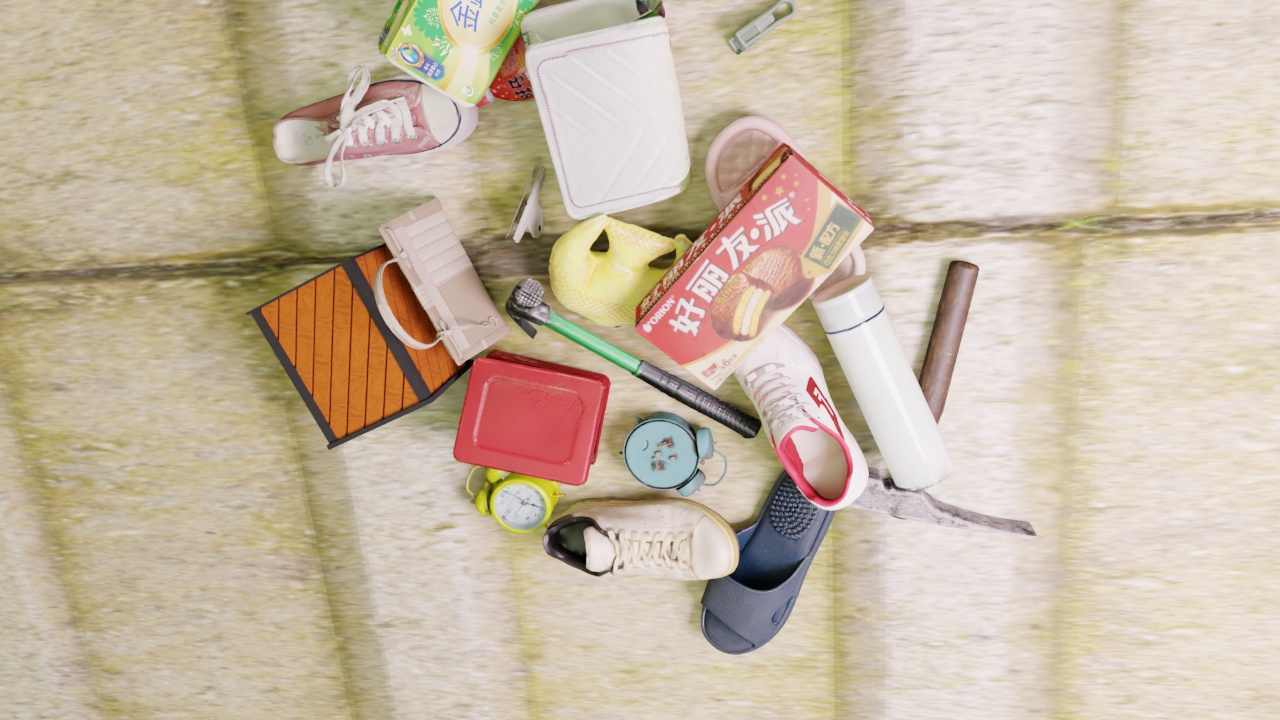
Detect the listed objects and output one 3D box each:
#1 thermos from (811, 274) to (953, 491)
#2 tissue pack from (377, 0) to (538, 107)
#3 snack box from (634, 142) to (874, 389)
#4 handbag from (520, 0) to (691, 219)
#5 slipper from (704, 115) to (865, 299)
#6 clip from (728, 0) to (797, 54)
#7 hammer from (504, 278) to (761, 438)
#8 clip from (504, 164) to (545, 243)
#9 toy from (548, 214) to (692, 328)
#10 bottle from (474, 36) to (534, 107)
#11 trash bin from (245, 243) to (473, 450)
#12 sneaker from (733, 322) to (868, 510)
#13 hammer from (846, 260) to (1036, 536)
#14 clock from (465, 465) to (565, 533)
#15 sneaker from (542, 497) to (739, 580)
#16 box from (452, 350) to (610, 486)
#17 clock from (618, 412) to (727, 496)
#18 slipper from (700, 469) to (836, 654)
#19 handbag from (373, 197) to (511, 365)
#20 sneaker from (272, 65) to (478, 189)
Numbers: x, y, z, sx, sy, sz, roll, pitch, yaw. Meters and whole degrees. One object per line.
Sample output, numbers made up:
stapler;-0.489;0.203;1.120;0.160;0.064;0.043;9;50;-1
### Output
thermos;0.254;0.024;0.961;0.068;0.067;0.230;-24;102;16
tissue pack;-0.173;-0.368;0.913;0.120;0.141;0.198;33;101;-32
snack box;0.110;-0.092;0.931;0.113;0.060;0.237;38;111;-14
handbag;-0.030;-0.253;0.909;0.142;0.096;0.199;-13;132;-1
slipper;0.152;-0.152;0.966;0.107;0.055;0.221;-36;101;20
clip;0.125;-0.339;0.925;0.076;0.061;0.023;-35;101;2
hammer;-0.006;0.006;1.027;0.318;0.130;0.032;28;75;-10
clip;-0.131;-0.162;1.014;0.044;0.101;0.054;16;153;4
toy;-0.018;-0.087;0.998;0.170;0.064;0.155;12;136;-14
bottle;-0.118;-0.306;0.960;0.138;0.061;0.062;-20;103;16
trash bin;-0.310;-0.024;1.041;0.140;0.139;0.172;-24;102;16
sneaker;0.160;0.053;0.982;0.090;0.104;0.236;-29;84;16
hammer;0.357;0.045;1.005;0.218;0.037;0.301;11;108;6
clock;-0.154;0.161;1.117;0.119;0.057;0.083;22;112;-4
sneaker;-0.010;0.207;1.051;0.242;0.102;0.089;0;95;31
box;-0.123;0.065;1.049;0.157;0.127;0.137;11;104;6
clock;0.041;0.108;1.070;0.124;0.053;0.090;20;111;3
slipper;0.139;0.238;1.063;0.101;0.082;0.264;36;109;29
handbag;-0.231;-0.071;0.981;0.062;0.197;0.175;-24;102;16
sneaker;-0.298;-0.255;0.992;0.241;0.087;0.118;-8;106;13
